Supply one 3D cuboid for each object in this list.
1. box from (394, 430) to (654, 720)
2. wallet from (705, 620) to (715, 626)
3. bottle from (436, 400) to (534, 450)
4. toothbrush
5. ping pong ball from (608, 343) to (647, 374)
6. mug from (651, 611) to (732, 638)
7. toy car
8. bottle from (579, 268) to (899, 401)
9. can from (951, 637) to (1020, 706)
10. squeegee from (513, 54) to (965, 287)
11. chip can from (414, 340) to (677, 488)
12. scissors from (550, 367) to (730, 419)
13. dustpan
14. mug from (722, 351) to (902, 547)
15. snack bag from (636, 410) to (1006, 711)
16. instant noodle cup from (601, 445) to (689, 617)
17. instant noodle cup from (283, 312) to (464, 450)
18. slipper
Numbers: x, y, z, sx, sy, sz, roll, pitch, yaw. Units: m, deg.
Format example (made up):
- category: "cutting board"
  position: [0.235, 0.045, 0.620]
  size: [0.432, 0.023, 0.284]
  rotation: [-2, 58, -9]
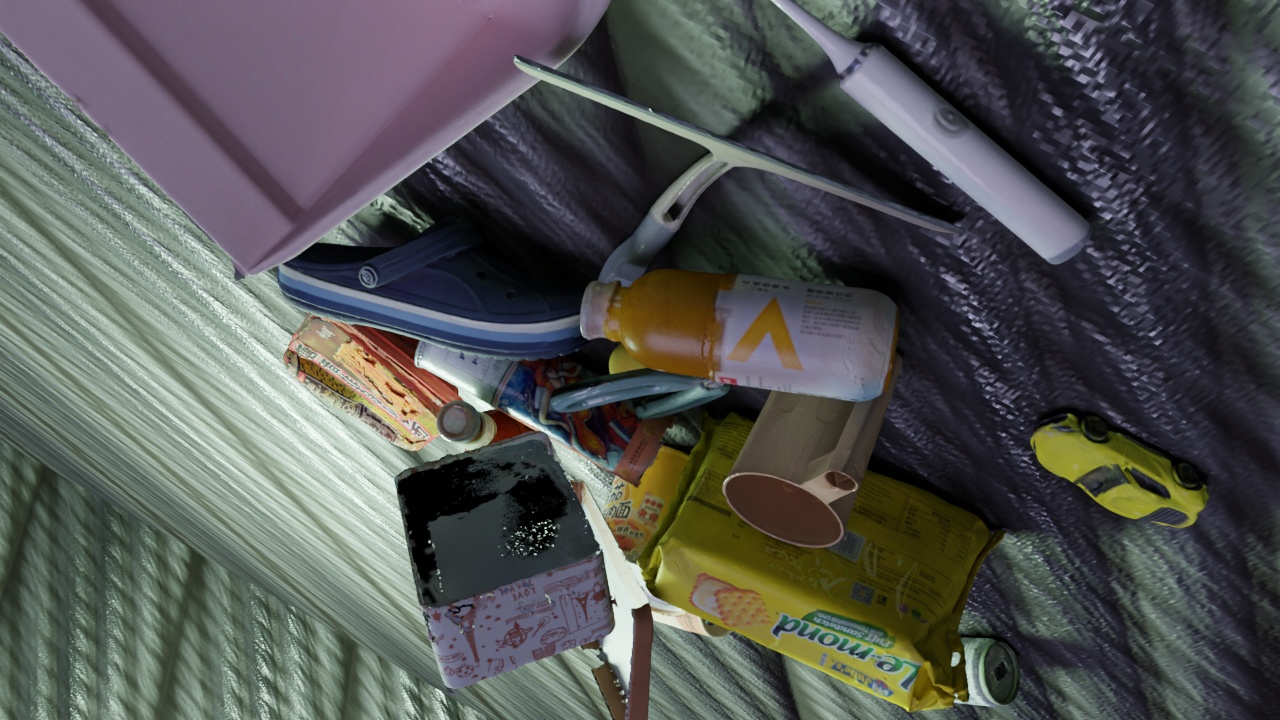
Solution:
- category: "box"
  position: [-0.087, 0.185, 0.718]
  size: [0.183, 0.156, 0.193]
  rotation: [-126, 26, -57]
- category: "wallet"
  position: [0.096, 0.183, 0.824]
  size: [0.019, 0.097, 0.121]
  rotation: [31, 149, 7]
- category: "bottle"
  position: [-0.134, 0.070, 0.826]
  size: [0.060, 0.059, 0.206]
  rotation: [23, 171, 12]
- category: "toothbrush"
  position: [0.125, -0.122, 0.433]
  size: [0.221, 0.026, 0.026]
  rotation: [37, 154, -9]
- category: "ping pong ball"
  position: [-0.004, 0.004, 0.706]
  size: [0.040, 0.040, 0.040]
  rotation: [22, 148, 14]
- category: "mug"
  position: [0.041, 0.223, 0.955]
  size: [0.106, 0.081, 0.114]
  rotation: [1, 112, 41]
- category: "toy car"
  position: [0.290, 0.070, 0.562]
  size: [0.105, 0.032, 0.048]
  rotation: [29, 149, 5]
- category: "bottle"
  position: [0.058, -0.019, 0.561]
  size: [0.190, 0.067, 0.068]
  rotation: [8, 144, 11]
- category: "can"
  position: [0.275, 0.289, 0.862]
  size: [0.058, 0.058, 0.147]
  rotation: [43, 146, -20]
- category: "squeegee"
  position: [0.019, -0.086, 0.561]
  size: [0.246, 0.039, 0.247]
  rotation: [17, 160, -15]
- category: "chip can"
  position: [-0.079, 0.026, 0.771]
  size: [0.215, 0.071, 0.071]
  rotation: [29, 149, 1]
- category: "scissors"
  position: [0.017, 0.023, 0.665]
  size: [0.170, 0.019, 0.179]
  rotation: [-10, 168, -10]
- category: "dustpan"
  position: [-0.145, -0.184, 0.403]
  size: [0.222, 0.273, 0.139]
  rotation: [50, 169, -34]
- category: "mug"
  position: [0.121, 0.054, 0.610]
  size: [0.084, 0.103, 0.125]
  rotation: [33, 149, -5]
- category: "snack bag"
  position: [0.130, 0.137, 0.672]
  size: [0.246, 0.157, 0.068]
  rotation: [21, 141, 14]
- category: "instant noodle cup"
  position: [0.018, 0.161, 0.846]
  size: [0.138, 0.109, 0.138]
  rotation: [22, 149, 14]
- category: "instant noodle cup"
  position: [-0.242, 0.003, 0.868]
  size: [0.164, 0.078, 0.189]
  rotation: [39, 149, -15]
- category: "slipper"
  position: [-0.148, -0.065, 0.686]
  size: [0.253, 0.105, 0.095]
  rotation: [11, 110, 11]
